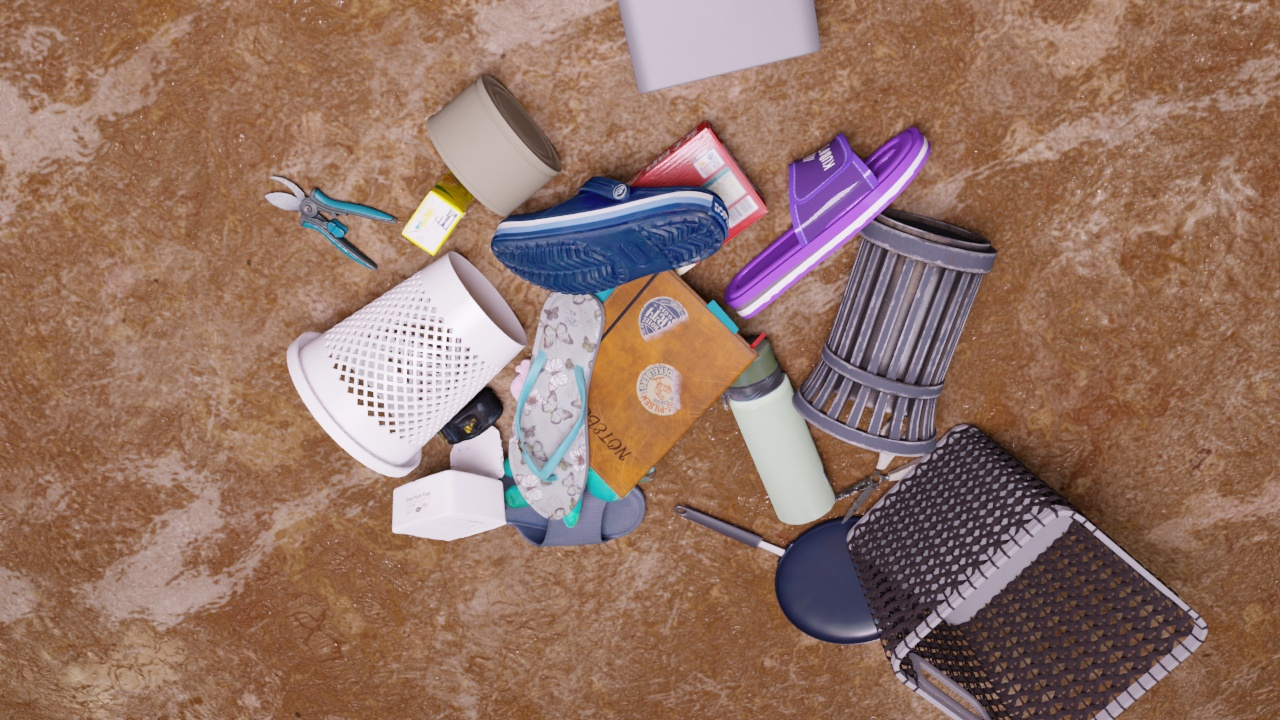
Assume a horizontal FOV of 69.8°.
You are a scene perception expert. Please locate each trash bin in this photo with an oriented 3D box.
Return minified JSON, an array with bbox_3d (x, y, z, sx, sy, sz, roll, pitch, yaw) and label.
[{"bbox_3d":[0.277,-0.036,0.992,0.164,0.164,0.228,13,110,-3],"label":"trash bin"},{"bbox_3d":[-0.246,-0.008,1.024,0.200,0.195,0.195,-38,107,7],"label":"trash bin"},{"bbox_3d":[0.062,-0.392,0.879,0.192,0.097,0.220,-11,114,8],"label":"trash bin"}]

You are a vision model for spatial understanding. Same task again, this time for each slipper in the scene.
[{"bbox_3d":[-0.102,0.051,1.015,0.098,0.054,0.269,13,103,20],"label":"slipper"},{"bbox_3d":[-0.127,0.191,1.150,0.263,0.082,0.101,7,114,1],"label":"slipper"},{"bbox_3d":[-0.028,-0.135,0.935,0.253,0.095,0.105,-6,152,25],"label":"slipper"},{"bbox_3d":[0.175,-0.163,0.972,0.084,0.107,0.267,42,114,-14],"label":"slipper"}]

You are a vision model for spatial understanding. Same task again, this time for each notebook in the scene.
[{"bbox_3d":[-0.006,0.008,1.007,0.178,0.014,0.250,45,113,8],"label":"notebook"}]

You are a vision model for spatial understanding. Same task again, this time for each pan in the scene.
[{"bbox_3d":[0.205,0.257,1.194,0.356,0.021,0.199,24,113,-8],"label":"pan"}]

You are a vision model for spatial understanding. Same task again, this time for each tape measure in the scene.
[{"bbox_3d":[-0.203,0.065,1.105,0.072,0.072,0.042,-23,108,43],"label":"tape measure"}]

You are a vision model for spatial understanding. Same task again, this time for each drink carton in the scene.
[{"bbox_3d":[-0.206,-0.161,0.971,0.043,0.134,0.059,35,108,-15],"label":"drink carton"}]

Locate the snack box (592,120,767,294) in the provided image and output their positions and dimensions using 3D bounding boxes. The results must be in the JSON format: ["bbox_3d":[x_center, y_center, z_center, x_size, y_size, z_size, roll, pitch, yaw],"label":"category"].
[{"bbox_3d":[0.012,-0.144,1.008,0.237,0.060,0.113,-35,107,16],"label":"snack box"}]

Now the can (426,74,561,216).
[{"bbox_3d":[-0.149,-0.221,0.946,0.073,0.127,0.128,-36,107,14],"label":"can"}]

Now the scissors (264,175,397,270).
[{"bbox_3d":[-0.344,-0.161,1.042,0.124,0.019,0.156,-22,112,11],"label":"scissors"}]

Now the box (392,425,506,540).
[{"bbox_3d":[-0.216,0.136,1.091,0.109,0.136,0.128,-19,156,33],"label":"box"}]

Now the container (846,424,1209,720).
[{"bbox_3d":[0.410,0.252,1.045,0.247,0.243,0.246,37,104,-15],"label":"container"}]

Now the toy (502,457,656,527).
[{"bbox_3d":[-0.072,0.129,1.091,0.193,0.130,0.072,-11,148,5],"label":"toy"}]

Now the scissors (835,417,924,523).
[{"bbox_3d":[0.310,0.137,1.134,0.162,0.012,0.158,6,106,-4],"label":"scissors"}]

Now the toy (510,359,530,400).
[{"bbox_3d":[-0.124,0.042,1.105,0.063,0.047,0.110,8,124,2],"label":"toy"}]

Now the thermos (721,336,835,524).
[{"bbox_3d":[0.156,0.083,1.091,0.082,0.082,0.231,-21,112,11],"label":"thermos"}]
